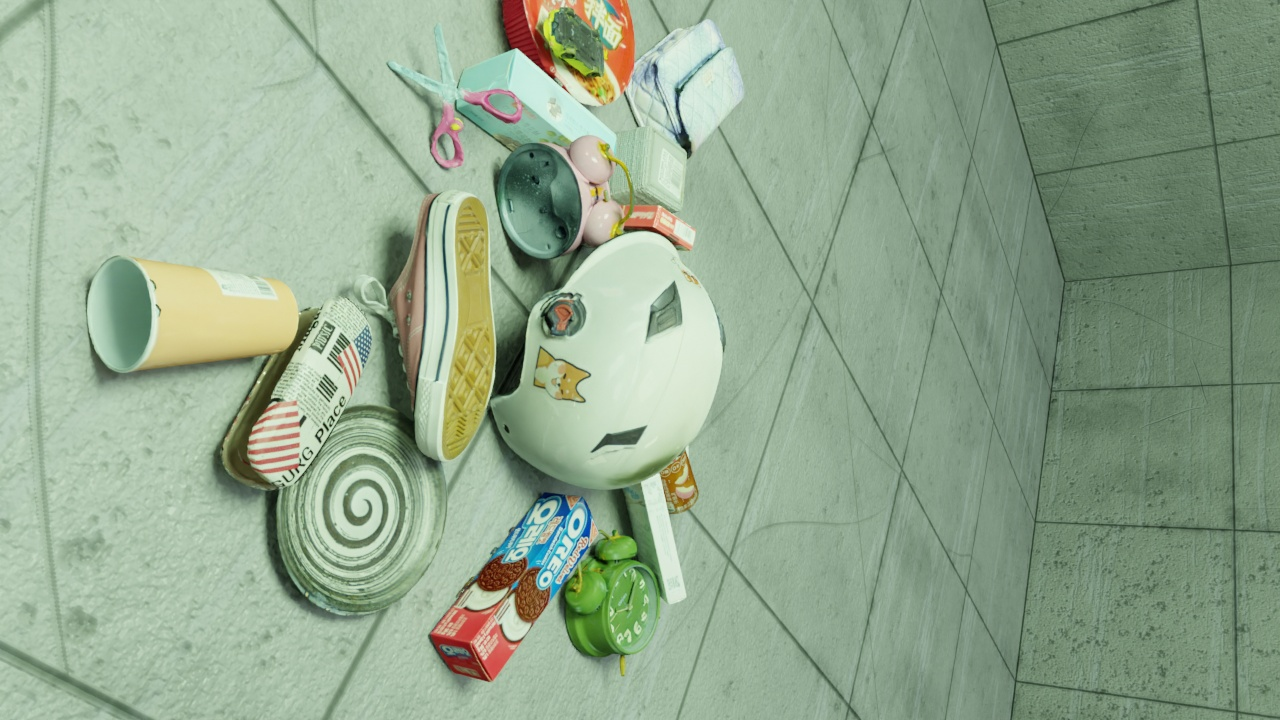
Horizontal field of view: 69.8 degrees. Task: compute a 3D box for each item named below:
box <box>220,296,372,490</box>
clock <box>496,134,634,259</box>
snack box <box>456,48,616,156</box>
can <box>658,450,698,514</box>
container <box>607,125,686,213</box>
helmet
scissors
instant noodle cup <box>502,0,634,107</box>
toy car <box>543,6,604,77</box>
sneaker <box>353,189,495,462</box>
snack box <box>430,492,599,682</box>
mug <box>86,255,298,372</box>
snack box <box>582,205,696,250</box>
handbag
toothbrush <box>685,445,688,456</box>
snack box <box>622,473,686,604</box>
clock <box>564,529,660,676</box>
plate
[{"bbox_3d":[-0.255,0.022,0.713,0.075,0.083,0.163,35,52,-23],"label":"box"},{"bbox_3d":[-0.072,-0.167,0.933,0.059,0.159,0.117,-22,107,-49],"label":"clock"},{"bbox_3d":[-0.105,-0.250,0.965,0.174,0.074,0.051,29,62,-49],"label":"snack box"},{"bbox_3d":[0.028,0.118,1.113,0.057,0.058,0.147,-54,138,-41],"label":"can"},{"bbox_3d":[-0.014,-0.210,1.054,0.090,0.114,0.090,21,70,-51],"label":"container"},{"bbox_3d":[-0.008,0.022,0.931,0.274,0.157,0.229,-56,147,11],"label":"helmet"},{"bbox_3d":[-0.172,-0.251,0.870,0.017,0.130,0.133,-101,-175,-65],"label":"scissors"},{"bbox_3d":[-0.086,-0.372,1.013,0.193,0.066,0.193,10,78,-54],"label":"instant noodle cup"},{"bbox_3d":[-0.068,-0.327,0.952,0.105,0.032,0.048,5,82,-65],"label":"toy car"},{"bbox_3d":[-0.188,-0.031,0.821,0.118,0.088,0.241,-18,112,-67],"label":"sneaker"},{"bbox_3d":[-0.120,0.218,0.918,0.206,0.058,0.057,-50,129,-44],"label":"snack box"},{"bbox_3d":[-0.315,-0.033,0.660,0.122,0.078,0.078,-5,90,-59],"label":"mug"},{"bbox_3d":[-0.022,-0.145,1.005,0.075,0.153,0.025,24,77,-51],"label":"snack box"},{"bbox_3d":[0.064,-0.358,1.212,0.193,0.076,0.134,-53,128,-41],"label":"handbag"},{"bbox_3d":[0.049,0.042,1.194,0.026,0.026,0.221,137,-47,-82],"label":"toothbrush"},{"bbox_3d":[0.012,0.200,1.082,0.026,0.085,0.157,-15,101,-18],"label":"snack box"},{"bbox_3d":[-0.033,0.264,1.033,0.115,0.056,0.161,-50,126,-45],"label":"clock"},{"bbox_3d":[-0.240,0.127,0.790,0.179,0.024,0.179,11,76,-54],"label":"plate"}]
